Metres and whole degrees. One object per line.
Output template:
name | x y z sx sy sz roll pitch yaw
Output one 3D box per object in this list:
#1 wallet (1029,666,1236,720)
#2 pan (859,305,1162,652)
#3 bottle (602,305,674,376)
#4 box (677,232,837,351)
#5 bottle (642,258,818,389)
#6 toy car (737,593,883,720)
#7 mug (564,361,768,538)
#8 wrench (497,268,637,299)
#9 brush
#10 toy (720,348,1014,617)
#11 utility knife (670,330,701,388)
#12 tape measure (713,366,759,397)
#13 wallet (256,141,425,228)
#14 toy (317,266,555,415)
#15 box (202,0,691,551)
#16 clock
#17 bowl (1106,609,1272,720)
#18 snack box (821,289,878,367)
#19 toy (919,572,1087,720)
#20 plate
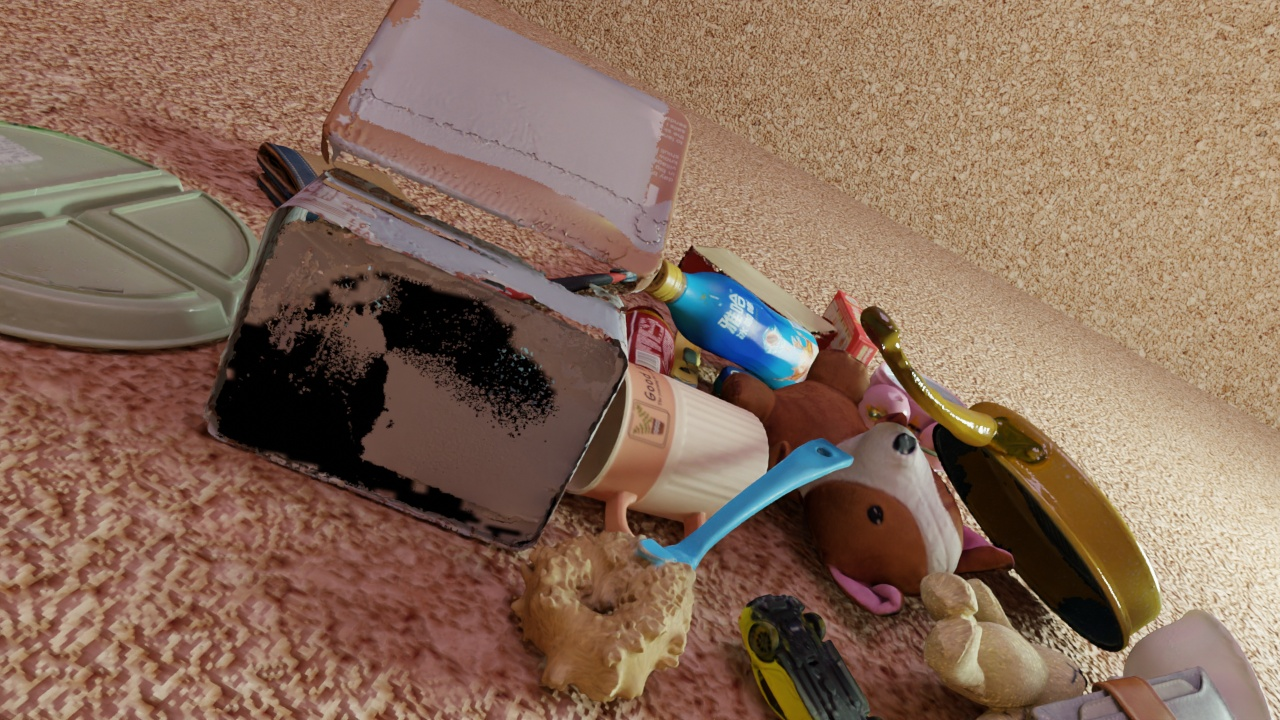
wallet | 0.277 0.220 0.483 0.129 0.037 0.106 -2 56 -23
pan | 0.241 0.074 0.628 0.357 0.078 0.197 56 -1 -35
bottle | -0.004 0.004 0.678 0.057 0.058 0.174 26 21 -6
box | 0.119 -0.058 0.950 0.168 0.076 0.091 40 24 26
bottle | 0.077 -0.032 0.791 0.218 0.065 0.065 26 17 -47
toy car | 0.084 0.166 0.456 0.048 0.032 0.105 6 42 -45
mug | 0.013 0.064 0.543 0.105 0.082 0.114 21 50 -29
wrench | -0.044 -0.072 0.844 0.056 0.016 0.272 4 11 29
brush | 0.037 0.089 0.477 0.083 0.046 0.253 33 38 31
toy | 0.147 0.078 0.620 0.140 0.131 0.199 -15 51 -21
utility knife | 0.041 0.003 0.806 0.031 0.021 0.204 21 26 -3
tape measure | 0.089 0.029 0.783 0.058 0.025 0.054 18 21 -35
wallet | -0.241 -0.135 0.739 0.115 0.033 0.090 3 35 -50
toy | -0.120 -0.013 0.583 0.156 0.050 0.161 -9 44 -48
box | -0.086 -0.053 0.469 0.179 0.270 0.134 23 -8 -12
clock | 0.262 0.057 0.889 0.117 0.060 0.158 30 23 6
bowl | 0.335 0.221 0.577 0.065 0.118 0.118 -11 21 7
snack box | 0.211 -0.016 0.969 0.025 0.075 0.152 26 21 -7
toy | 0.199 0.166 0.514 0.157 0.066 0.105 40 39 -37
plate | -0.323 -0.079 0.512 0.230 0.027 0.229 25 20 -10
